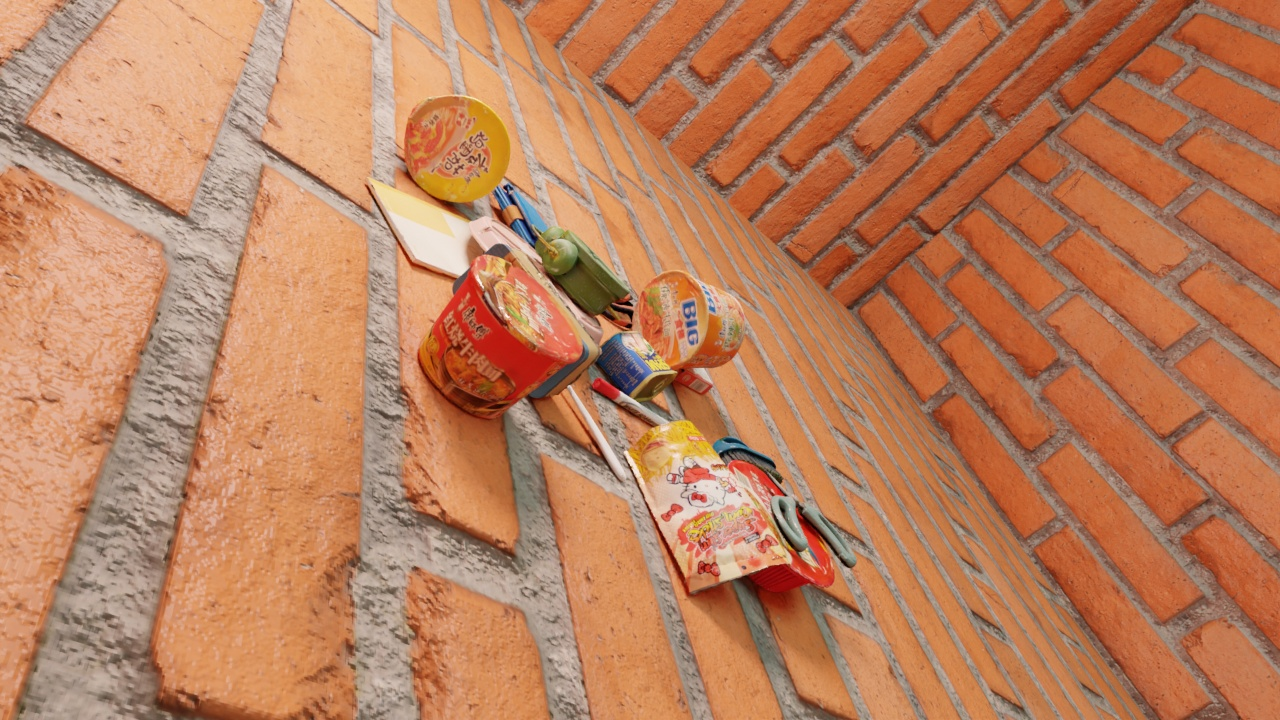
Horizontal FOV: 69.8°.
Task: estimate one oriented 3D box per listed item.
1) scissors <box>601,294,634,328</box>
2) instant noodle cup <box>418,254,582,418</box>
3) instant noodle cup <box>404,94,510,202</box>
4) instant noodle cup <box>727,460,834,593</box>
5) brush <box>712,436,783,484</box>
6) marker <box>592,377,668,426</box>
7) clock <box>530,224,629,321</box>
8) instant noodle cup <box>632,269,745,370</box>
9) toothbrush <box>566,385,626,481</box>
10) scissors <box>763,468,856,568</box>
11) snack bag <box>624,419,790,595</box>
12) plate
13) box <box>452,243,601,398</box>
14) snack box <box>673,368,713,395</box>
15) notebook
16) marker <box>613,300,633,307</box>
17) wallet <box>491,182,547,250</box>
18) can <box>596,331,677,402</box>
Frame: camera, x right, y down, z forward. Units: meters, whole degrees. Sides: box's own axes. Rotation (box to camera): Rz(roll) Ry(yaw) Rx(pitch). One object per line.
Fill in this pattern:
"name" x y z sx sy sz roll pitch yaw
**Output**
"scissors" -0.081 -0.115 1.380 0.209 0.015 0.181 49 33 -15
"instant noodle cup" -0.141 -0.017 0.898 0.138 0.109 0.137 40 19 -17
"instant noodle cup" -0.245 -0.292 1.235 0.138 0.138 0.109 39 11 -22
"instant noodle cup" 0.153 0.216 1.139 0.194 0.066 0.193 42 18 -17
"brush" 0.142 0.143 1.289 0.143 0.055 0.073 26 28 -48
"marker" -0.006 0.062 1.190 0.145 0.017 0.017 34 21 -34
"clock" -0.084 -0.123 1.204 0.161 0.056 0.116 43 6 -26
"instant noodle cup" 0.078 -0.053 1.384 0.111 0.152 0.151 8 40 -45
"toothbrush" -0.066 0.065 1.053 0.180 0.016 0.016 56 22 21
"scissors" 0.213 0.212 1.149 0.170 0.019 0.174 43 17 -7
"snack bag" 0.069 0.163 1.032 0.128 0.073 0.207 -8 43 -24
"plate" -0.128 -0.104 1.183 0.229 0.028 0.229 44 6 -6
"box" -0.123 -0.039 1.022 0.184 0.090 0.063 50 12 14
"snack box" 0.058 -0.016 1.492 0.077 0.027 0.155 28 25 -44
"notebook" -0.233 -0.144 1.128 0.206 0.010 0.146 18 33 -57
"marker" -0.064 -0.122 1.451 0.132 0.022 0.020 40 -23 -19
"wallet" -0.162 -0.195 1.359 0.133 0.040 0.106 57 12 32
"can" -0.007 0.007 1.241 0.083 0.057 0.102 48 17 13
